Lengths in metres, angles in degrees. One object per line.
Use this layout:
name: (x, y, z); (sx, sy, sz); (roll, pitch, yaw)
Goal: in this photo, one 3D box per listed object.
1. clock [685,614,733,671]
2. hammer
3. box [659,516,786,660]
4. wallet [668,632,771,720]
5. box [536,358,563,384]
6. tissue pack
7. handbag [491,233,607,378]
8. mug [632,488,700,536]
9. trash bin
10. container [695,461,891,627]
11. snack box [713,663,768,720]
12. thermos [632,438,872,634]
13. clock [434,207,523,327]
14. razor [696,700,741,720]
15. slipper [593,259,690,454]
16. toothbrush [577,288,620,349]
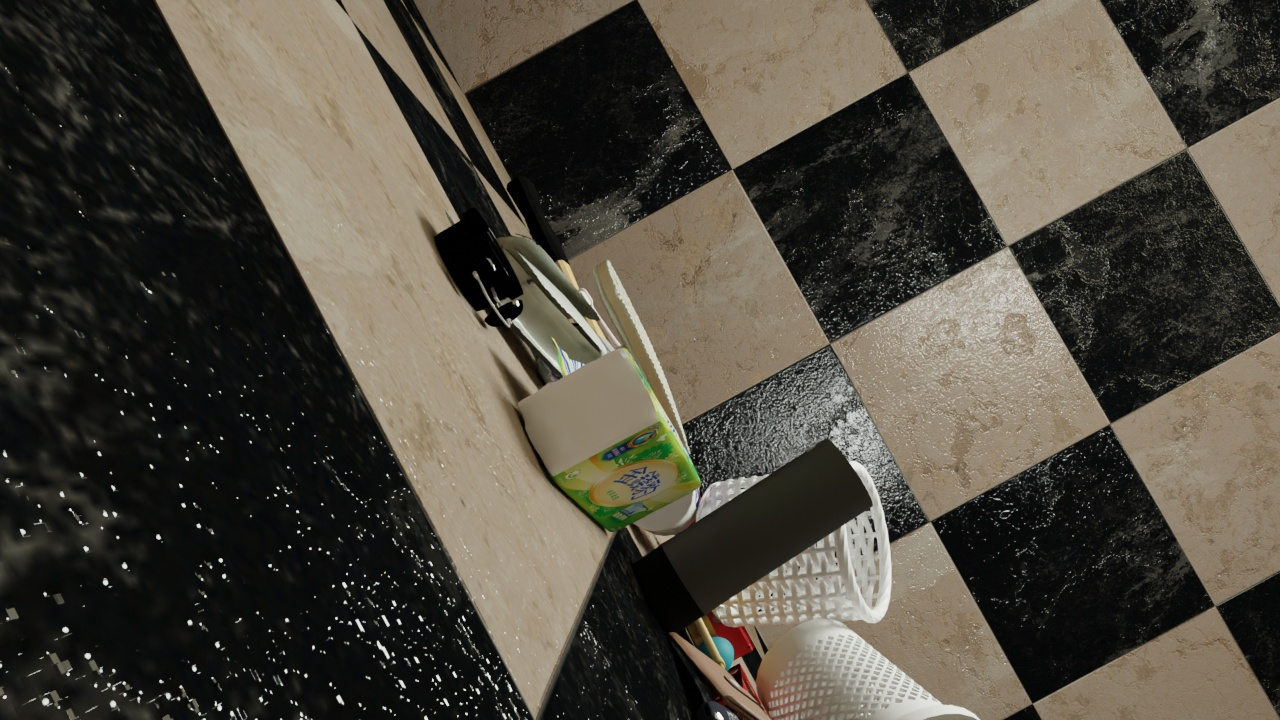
clock: (0.068, 0.303, 1.019); (0.099, 0.043, 0.130); (61, -6, 22)
hammer: (-0.101, -0.110, 1.197); (0.328, 0.039, 0.131); (63, 14, 25)
box: (0.122, 0.305, 1.270); (0.157, 0.157, 0.170); (59, 20, -22)
wallet: (0.079, 0.303, 0.859); (0.087, 0.013, 0.121); (42, -6, -24)
box: (-0.066, 0.058, 1.089); (0.153, 0.066, 0.201); (34, 0, 1)
tissue pack: (-0.034, 0.051, 0.822); (0.198, 0.120, 0.141); (73, -9, -62)
handbag: (-0.112, -0.075, 0.977); (0.151, 0.074, 0.176); (50, 2, -38)
mug: (0.018, 0.155, 1.138); (0.121, 0.091, 0.090); (60, 0, 17)
trash bin: (0.229, 0.388, 0.973); (0.195, 0.195, 0.199); (61, -9, -29)
container: (0.190, 0.230, 1.131); (0.189, 0.187, 0.189); (32, 52, -54)
snack box: (0.132, 0.422, 1.003); (0.152, 0.036, 0.132); (61, 1, 8)
thermos: (0.110, 0.178, 0.929); (0.082, 0.240, 0.082); (57, -1, 2)
clock: (-0.141, -0.080, 0.818); (0.120, 0.042, 0.091); (62, 1, 38)
razor: (0.091, 0.342, 0.811); (0.143, 0.052, 0.047); (55, 7, -34)
slipper: (-0.006, 0.006, 1.045); (0.115, 0.052, 0.263); (-107, 174, -58)
toothbrush: (-0.025, -0.011, 1.117); (0.181, 0.016, 0.018); (56, 19, -13)
